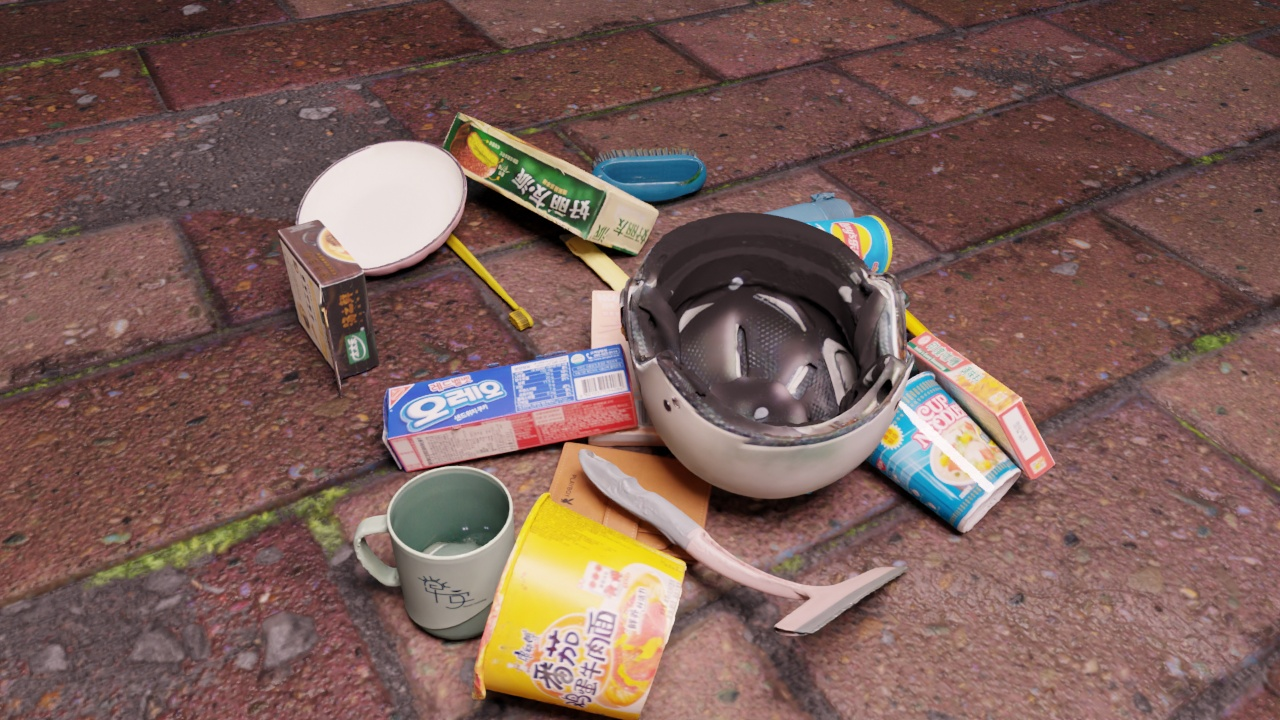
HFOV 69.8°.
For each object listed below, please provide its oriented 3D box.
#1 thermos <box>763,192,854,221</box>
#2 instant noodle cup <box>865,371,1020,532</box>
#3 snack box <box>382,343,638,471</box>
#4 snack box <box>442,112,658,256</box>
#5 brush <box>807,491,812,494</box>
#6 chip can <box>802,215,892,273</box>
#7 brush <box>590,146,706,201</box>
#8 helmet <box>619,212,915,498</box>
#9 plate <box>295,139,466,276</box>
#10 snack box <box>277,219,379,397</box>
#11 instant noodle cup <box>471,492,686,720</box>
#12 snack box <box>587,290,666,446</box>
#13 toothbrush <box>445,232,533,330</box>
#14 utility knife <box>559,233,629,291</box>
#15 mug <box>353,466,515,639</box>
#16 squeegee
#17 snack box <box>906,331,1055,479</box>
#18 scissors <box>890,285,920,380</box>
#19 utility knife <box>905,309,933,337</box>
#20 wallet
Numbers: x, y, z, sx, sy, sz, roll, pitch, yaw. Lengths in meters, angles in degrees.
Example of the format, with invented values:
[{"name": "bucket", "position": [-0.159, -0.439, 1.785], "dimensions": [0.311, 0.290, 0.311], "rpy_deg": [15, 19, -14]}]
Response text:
[{"name": "thermos", "position": [0.137, -0.134, 1.019], "dimensions": [0.220, 0.070, 0.070], "rpy_deg": [-18, 46, -22]}, {"name": "instant noodle cup", "position": [0.252, 0.081, 0.769], "dimensions": [0.099, 0.099, 0.110], "rpy_deg": [-27, 58, -31]}, {"name": "snack box", "position": [-0.109, 0.040, 0.778], "dimensions": [0.207, 0.058, 0.057], "rpy_deg": [-11, 53, -2]}, {"name": "snack box", "position": [-0.106, -0.201, 1.041], "dimensions": [0.240, 0.063, 0.114], "rpy_deg": [31, 11, 27]}, {"name": "brush", "position": [0.153, 0.018, 0.862], "dimensions": [0.083, 0.046, 0.254], "rpy_deg": [8, 51, 4]}, {"name": "chip can", "position": [0.156, -0.110, 0.955], "dimensions": [0.210, 0.071, 0.071], "rpy_deg": [-7, 42, -24]}, {"name": "brush", "position": [0.012, -0.222, 1.119], "dimensions": [0.143, 0.055, 0.073], "rpy_deg": [-5, 41, -10]}, {"name": "helmet", "position": [0.098, 0.009, 0.757], "dimensions": [0.230, 0.157, 0.273], "rpy_deg": [-3, 37, -5]}, {"name": "plate", "position": [-0.281, -0.163, 1.013], "dimensions": [0.192, 0.039, 0.192], "rpy_deg": [-5, 56, 7]}, {"name": "snack box", "position": [-0.289, -0.050, 0.855], "dimensions": [0.053, 0.113, 0.125], "rpy_deg": [-25, 49, -29]}, {"name": "instant noodle cup", "position": [-0.037, 0.171, 0.615], "dimensions": [0.110, 0.138, 0.137], "rpy_deg": [19, 42, 3]}, {"name": "snack box", "position": [-0.005, 0.005, 0.847], "dimensions": [0.084, 0.026, 0.157], "rpy_deg": [1, 57, -2]}, {"name": "toothbrush", "position": [-0.168, -0.088, 0.982], "dimensions": [0.016, 0.016, 0.190], "rpy_deg": [-27, 50, -22]}, {"name": "utility knife", "position": [-0.021, -0.082, 0.983], "dimensions": [0.030, 0.022, 0.212], "rpy_deg": [-26, 48, -24]}, {"name": "mug", "position": [-0.145, 0.140, 0.653], "dimensions": [0.112, 0.106, 0.082], "rpy_deg": [2, 42, -3]}, {"name": "squeegee", "position": [0.048, 0.129, 0.675], "dimensions": [0.250, 0.040, 0.247], "rpy_deg": [24, 9, 28]}, {"name": "snack box", "position": [0.290, 0.035, 0.796], "dimensions": [0.027, 0.077, 0.155], "rpy_deg": [-35, 25, 3]}, {"name": "scissors", "position": [0.227, -0.026, 0.940], "dimensions": [0.170, 0.019, 0.180], "rpy_deg": [-13, 45, -21]}, {"name": "utility knife", "position": [0.277, -0.028, 0.915], "dimensions": [0.033, 0.015, 0.170], "rpy_deg": [19, 27, -41]}, {"name": "wallet", "position": [-0.010, 0.116, 0.751], "dimensions": [0.132, 0.031, 0.107], "rpy_deg": [9, 40, 7]}]
